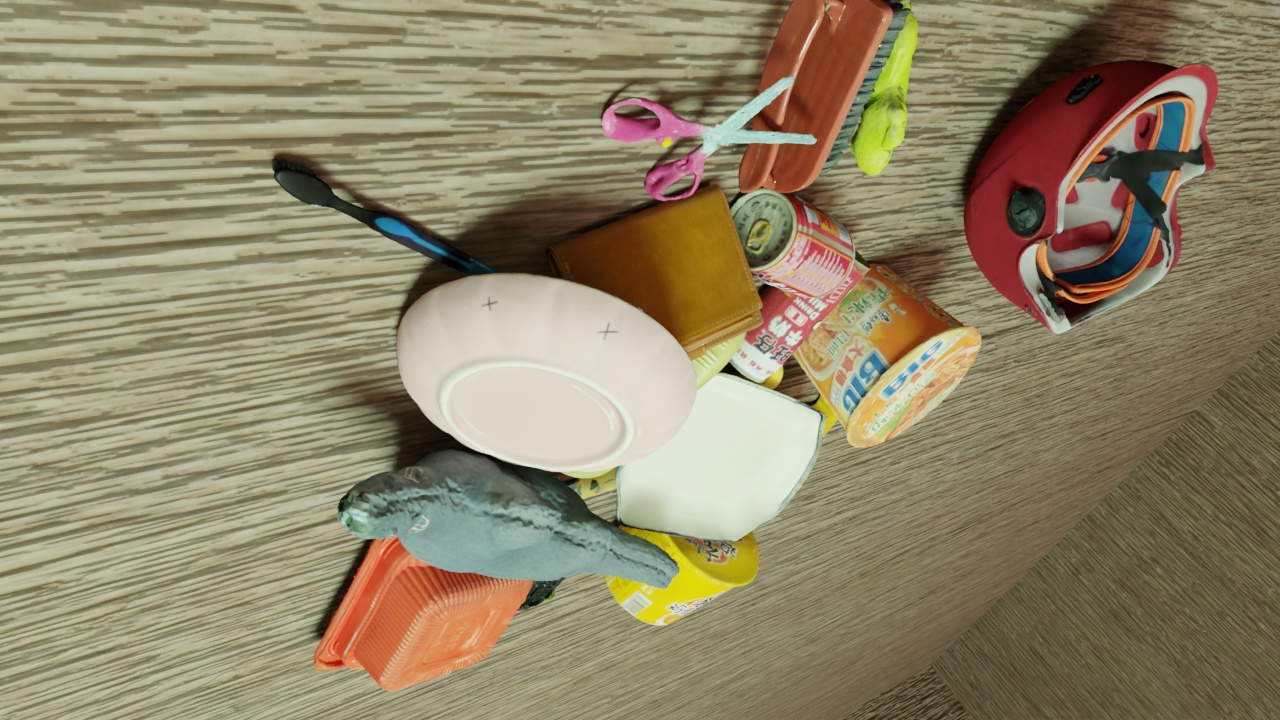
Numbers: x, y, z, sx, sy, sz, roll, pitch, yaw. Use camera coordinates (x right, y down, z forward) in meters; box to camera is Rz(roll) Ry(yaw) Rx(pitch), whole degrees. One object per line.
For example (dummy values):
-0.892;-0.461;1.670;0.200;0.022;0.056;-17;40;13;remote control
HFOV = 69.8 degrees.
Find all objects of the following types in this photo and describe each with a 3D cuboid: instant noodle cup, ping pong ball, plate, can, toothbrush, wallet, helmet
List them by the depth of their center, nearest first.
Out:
-0.130;-0.071;0.517;0.014;0.016;0.189;-53;150;8;toothbrush
-0.062;0.022;0.575;0.192;0.039;0.193;6;144;4;plate
0.017;-0.042;0.617;0.130;0.119;0.035;-24;-169;-21;wallet
0.110;-0.086;0.681;0.067;0.066;0.093;-50;147;20;can
0.127;-0.045;0.767;0.053;0.053;0.133;12;125;-52;can
-0.170;0.204;0.781;0.164;0.079;0.189;-2;130;-50;instant noodle cup
0.367;-0.153;0.784;0.206;0.144;0.240;-24;133;-21;helmet
0.110;0.009;0.835;0.040;0.040;0.040;-26;147;-18;ping pong ball
0.071;0.087;0.835;0.265;0.034;0.162;19;107;-48;plate
0.218;-0.010;0.848;0.151;0.111;0.152;-26;148;-18;instant noodle cup
0.034;0.194;0.929;0.137;0.138;0.110;5;138;-48;instant noodle cup

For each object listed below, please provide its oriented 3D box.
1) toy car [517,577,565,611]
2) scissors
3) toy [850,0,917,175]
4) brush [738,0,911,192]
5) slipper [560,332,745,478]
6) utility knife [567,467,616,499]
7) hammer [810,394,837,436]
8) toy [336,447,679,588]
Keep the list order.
-0.094;0.210;0.908;0.049;0.031;0.106;9;126;-50;toy car
0.041;-0.132;0.559;0.133;0.017;0.130;1;152;-8;scissors
0.156;-0.178;0.598;0.031;0.100;0.097;5;157;-8;toy
0.103;-0.166;0.573;0.069;0.063;0.146;-20;147;-30;brush
-0.004;0.004;0.691;0.190;0.091;0.081;-47;-176;4;slipper
-0.016;0.108;0.868;0.189;0.020;0.031;-11;113;-30;utility knife
0.102;0.066;0.912;0.300;0.033;0.129;0;133;-45;hammer
-0.102;0.119;0.675;0.356;0.138;0.091;29;80;-55;toy
